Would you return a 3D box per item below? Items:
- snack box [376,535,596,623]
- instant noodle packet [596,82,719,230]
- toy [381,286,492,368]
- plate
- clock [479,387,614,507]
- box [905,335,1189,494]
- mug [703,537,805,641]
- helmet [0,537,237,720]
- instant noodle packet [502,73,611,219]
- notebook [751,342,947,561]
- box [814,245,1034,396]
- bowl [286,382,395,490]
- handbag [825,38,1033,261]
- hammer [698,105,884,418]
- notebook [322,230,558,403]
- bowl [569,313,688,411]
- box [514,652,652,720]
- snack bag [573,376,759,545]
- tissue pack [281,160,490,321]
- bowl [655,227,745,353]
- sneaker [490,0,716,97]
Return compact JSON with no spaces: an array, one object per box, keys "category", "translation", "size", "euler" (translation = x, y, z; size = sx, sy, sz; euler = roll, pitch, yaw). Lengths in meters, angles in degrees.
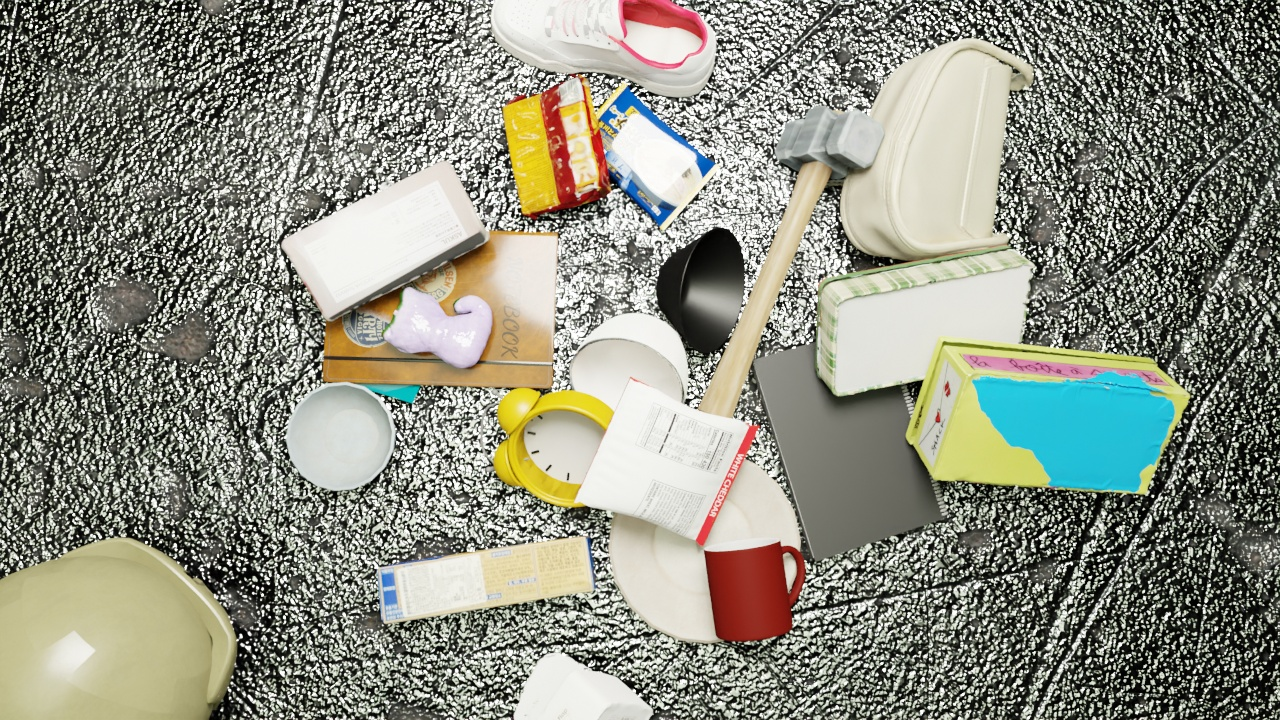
[{"category":"snack box","translation":[-0.149,0.214,0.902],"size":[0.207,0.057,0.056],"euler":[-8,82,-1]},{"category":"instant noodle packet","translation":[0.003,-0.211,0.951],"size":[0.134,0.026,0.087],"euler":[42,93,3]},{"category":"toy","translation":[-0.199,-0.037,0.916],"size":[0.099,0.036,0.080],"euler":[22,75,-3]},{"category":"plate","translation":[0.064,0.185,0.919],"size":[0.189,0.027,0.188],"euler":[0,85,0]},{"category":"clock","translation":[-0.083,0.083,0.898],"size":[0.152,0.052,0.114],"euler":[11,117,5]},{"category":"box","translation":[0.384,0.054,0.874],"size":[0.221,0.082,0.125],"euler":[3,118,-7]},{"category":"mug","translation":[0.115,0.213,0.872],"size":[0.105,0.073,0.082],"euler":[-5,85,-30]},{"category":"helmet","translation":[-0.470,0.275,0.785],"size":[0.250,0.255,0.233],"euler":[42,89,2]},{"category":"instant noodle packet","translation":[-0.086,-0.219,0.935],"size":[0.099,0.039,0.135],"euler":[-13,85,20]},{"category":"notebook","translation":[0.211,0.079,0.922],"size":[0.149,0.016,0.206],"euler":[-16,86,-11]},{"category":"box","translation":[0.271,-0.040,0.885],"size":[0.205,0.050,0.118],"euler":[-13,122,-9]},{"category":"bowl","translation":[-0.295,0.076,0.920],"size":[0.106,0.039,0.106],"euler":[0,85,0]},{"category":"handbag","translation":[0.295,-0.207,0.935],"size":[0.184,0.132,0.229],"euler":[11,88,-25]},{"category":"hammer","translation":[0.133,-0.093,0.902],"size":[0.051,0.117,0.323],"euler":[23,89,-25]},{"category":"notebook","translation":[-0.213,-0.047,0.943],"size":[0.249,0.014,0.178],"euler":[2,85,0]},{"category":"bowl","translation":[-0.005,0.005,0.896],"size":[0.116,0.117,0.065],"euler":[22,42,1]},{"category":"box","translation":[-0.076,0.337,0.886],"size":[0.130,0.103,0.110],"euler":[35,89,37]},{"category":"snack bag","translation":[0.028,0.099,0.866],"size":[0.144,0.039,0.131],"euler":[22,97,-21]},{"category":"tissue pack","translation":[-0.252,-0.125,0.915],"size":[0.181,0.071,0.104],"euler":[-28,101,-1]},{"category":"bowl","translation":[0.051,-0.073,0.915],"size":[0.053,0.124,0.124],"euler":[12,84,34]},{"category":"sneaker","translation":[-0.038,-0.338,0.922],"size":[0.236,0.104,0.090],"euler":[17,85,1]}]
